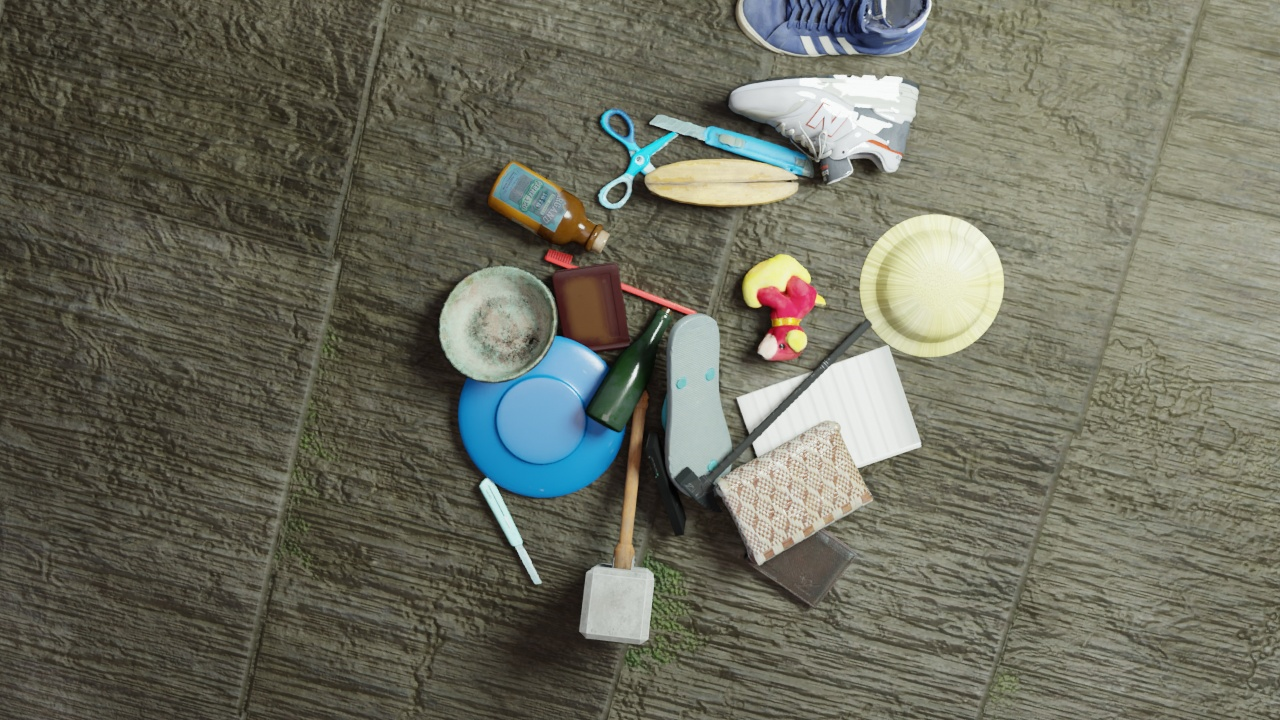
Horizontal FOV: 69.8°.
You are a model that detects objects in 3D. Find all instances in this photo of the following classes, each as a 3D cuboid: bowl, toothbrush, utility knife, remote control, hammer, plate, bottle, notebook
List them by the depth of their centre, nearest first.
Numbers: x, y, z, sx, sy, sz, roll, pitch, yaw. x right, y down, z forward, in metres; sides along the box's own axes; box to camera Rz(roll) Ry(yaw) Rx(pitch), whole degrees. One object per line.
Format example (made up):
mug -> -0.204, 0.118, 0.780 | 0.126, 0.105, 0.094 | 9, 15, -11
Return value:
bottle -> -0.112, -0.188, 1.174 | 0.157, 0.067, 0.068 | 30, 97, -1
utility knife -> 0.119, -0.278, 1.179 | 0.221, 0.015, 0.031 | 16, 80, 1
plate -> 0.379, -0.094, 1.180 | 0.184, 0.036, 0.184 | 0, 97, 2
bowl -> -0.181, -0.043, 1.190 | 0.157, 0.038, 0.157 | -2, 75, 8
bottle -> -0.007, 0.007, 1.195 | 0.055, 0.055, 0.174 | 30, 82, -1
hammer -> -0.015, 0.193, 1.196 | 0.083, 0.163, 0.317 | 6, 80, 1
hammer -> 0.186, 0.067, 1.197 | 0.325, 0.015, 0.095 | -45, 129, 0
remote control -> 0.034, 0.163, 1.199 | 0.013, 0.034, 0.150 | -10, 120, 15
toothbrush -> -0.024, -0.104, 1.208 | 0.212, 0.012, 0.018 | 21, 97, 0
plate -> -0.131, 0.078, 1.218 | 0.224, 0.024, 0.224 | 0, 101, -1
notebook -> 0.251, 0.082, 1.221 | 0.210, 0.009, 0.142 | -19, 95, 5
utility knife -> -0.177, 0.234, 1.256 | 0.022, 0.015, 0.166 | -29, 97, -27

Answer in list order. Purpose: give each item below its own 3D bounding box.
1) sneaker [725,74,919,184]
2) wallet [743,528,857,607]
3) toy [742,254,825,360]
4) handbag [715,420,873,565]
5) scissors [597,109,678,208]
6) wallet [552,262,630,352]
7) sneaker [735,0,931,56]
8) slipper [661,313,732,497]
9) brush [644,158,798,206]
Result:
sneaker -> 0.228, -0.282, 1.137 | 0.240, 0.089, 0.124 | -2, 94, -1
wallet -> 0.216, 0.264, 1.235 | 0.120, 0.031, 0.099 | 36, 99, -4
toy -> 0.187, -0.068, 1.184 | 0.105, 0.067, 0.137 | -6, 84, 1
handbag -> 0.199, 0.169, 1.194 | 0.185, 0.047, 0.124 | -27, 95, -9
scissors -> -0.012, -0.263, 1.188 | 0.134, 0.011, 0.139 | -36, 95, 6
wallet -> -0.066, -0.066, 1.205 | 0.091, 0.018, 0.116 | -7, 105, 6
sneaker -> 0.233, -0.419, 1.105 | 0.233, 0.118, 0.091 | 10, 97, 1
slipper -> 0.060, 0.063, 1.177 | 0.098, 0.055, 0.269 | -23, 122, -27
brush -> 0.102, -0.225, 1.170 | 0.195, 0.043, 0.059 | 1, 97, -1
